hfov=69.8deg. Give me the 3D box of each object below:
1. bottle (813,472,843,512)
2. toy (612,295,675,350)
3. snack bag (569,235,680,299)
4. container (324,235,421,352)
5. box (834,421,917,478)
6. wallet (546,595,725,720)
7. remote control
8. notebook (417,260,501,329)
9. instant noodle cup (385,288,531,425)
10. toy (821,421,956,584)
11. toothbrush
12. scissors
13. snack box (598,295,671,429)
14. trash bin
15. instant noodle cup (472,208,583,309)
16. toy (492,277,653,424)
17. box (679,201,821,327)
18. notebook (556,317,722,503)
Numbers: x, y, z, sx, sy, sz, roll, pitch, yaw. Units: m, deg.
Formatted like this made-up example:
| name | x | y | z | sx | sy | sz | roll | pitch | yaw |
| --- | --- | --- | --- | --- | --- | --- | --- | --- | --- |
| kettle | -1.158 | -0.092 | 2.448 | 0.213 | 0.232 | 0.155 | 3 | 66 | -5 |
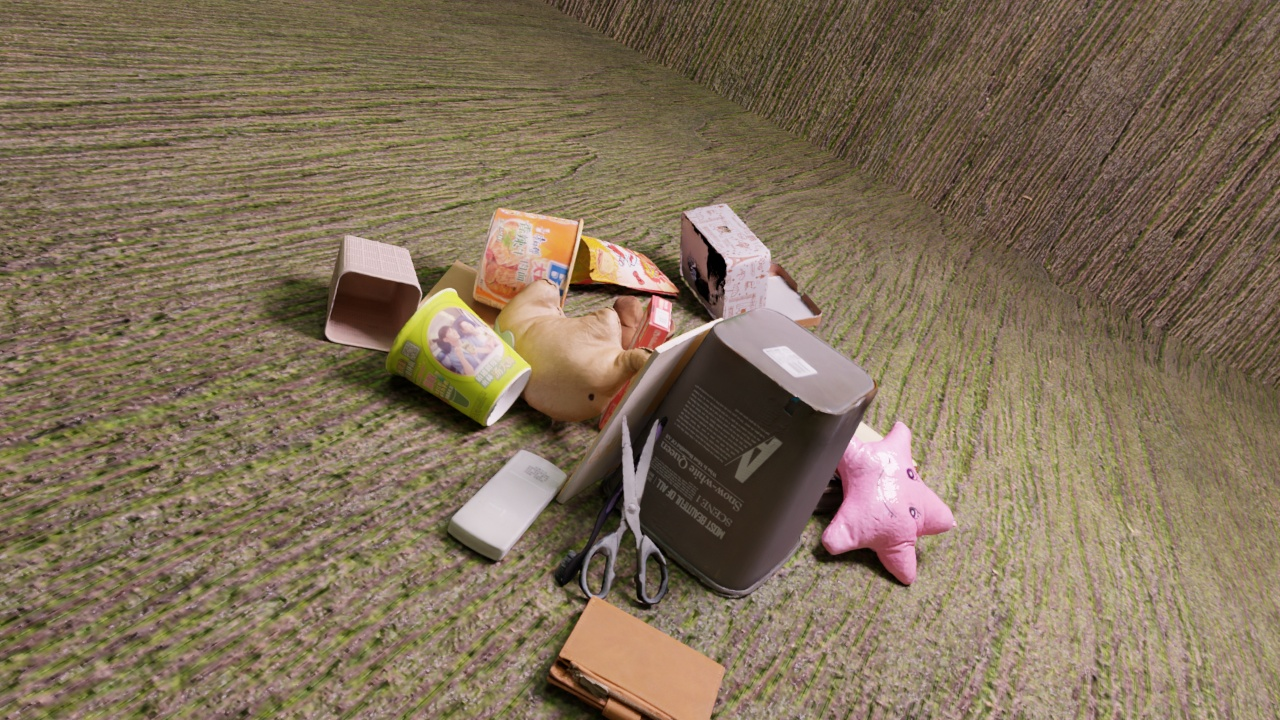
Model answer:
| name | x | y | z | sx | sy | sz | roll | pitch | yaw |
| --- | --- | --- | --- | --- | --- | --- | --- | --- | --- |
| bottle | 0.174 | 0.110 | 1.142 | 0.079 | 0.044 | 0.195 | 6 | 32 | -39 |
| toy | 0.049 | 0.004 | 1.135 | 0.199 | 0.130 | 0.140 | 39 | -1 | 26 |
| snack bag | -0.036 | -0.144 | 1.413 | 0.207 | 0.073 | 0.128 | 2 | 33 | -50 |
| container | -0.304 | -0.079 | 1.037 | 0.089 | 0.090 | 0.111 | 11 | 27 | -24 |
| box | 0.268 | 0.109 | 1.181 | 0.168 | 0.077 | 0.091 | 38 | 30 | 23 |
| wallet | -0.001 | 0.256 | 0.749 | 0.132 | 0.031 | 0.107 | 27 | 24 | 5 |
| remote control | -0.124 | 0.135 | 0.874 | 0.058 | 0.021 | 0.149 | 29 | 27 | 8 |
| notebook | -0.198 | -0.056 | 1.167 | 0.149 | 0.012 | 0.211 | 24 | 27 | -4 |
| instant noodle cup | -0.186 | 0.004 | 0.974 | 0.123 | 0.112 | 0.111 | 37 | 29 | 6 |
| toy | 0.292 | 0.156 | 1.065 | 0.178 | 0.075 | 0.194 | 20 | 61 | -16 |
| toothbrush | -0.025 | 0.127 | 0.857 | 0.017 | 0.188 | 0.014 | 12 | -30 | 42 |
| scissors | -0.011 | 0.143 | 0.842 | 0.165 | 0.014 | 0.163 | -36 | 99 | -25 |
| snack box | -0.006 | 0.006 | 1.054 | 0.025 | 0.153 | 0.075 | 22 | 27 | -7 |
| trash bin | 0.110 | 0.083 | 0.945 | 0.199 | 0.220 | 0.198 | 38 | 30 | 20 |
| instant noodle cup | -0.145 | -0.121 | 1.167 | 0.111 | 0.152 | 0.151 | 15 | 28 | -8 |
| toy | -0.071 | 0.003 | 1.014 | 0.226 | 0.143 | 0.082 | 26 | 13 | 27 |
| box | 0.180 | -0.154 | 1.479 | 0.205 | 0.158 | 0.180 | -8 | 38 | -17 |
| notebook | 0.001 | 0.049 | 0.926 | 0.010 | 0.207 | 0.145 | 41 | 30 | 15 |
